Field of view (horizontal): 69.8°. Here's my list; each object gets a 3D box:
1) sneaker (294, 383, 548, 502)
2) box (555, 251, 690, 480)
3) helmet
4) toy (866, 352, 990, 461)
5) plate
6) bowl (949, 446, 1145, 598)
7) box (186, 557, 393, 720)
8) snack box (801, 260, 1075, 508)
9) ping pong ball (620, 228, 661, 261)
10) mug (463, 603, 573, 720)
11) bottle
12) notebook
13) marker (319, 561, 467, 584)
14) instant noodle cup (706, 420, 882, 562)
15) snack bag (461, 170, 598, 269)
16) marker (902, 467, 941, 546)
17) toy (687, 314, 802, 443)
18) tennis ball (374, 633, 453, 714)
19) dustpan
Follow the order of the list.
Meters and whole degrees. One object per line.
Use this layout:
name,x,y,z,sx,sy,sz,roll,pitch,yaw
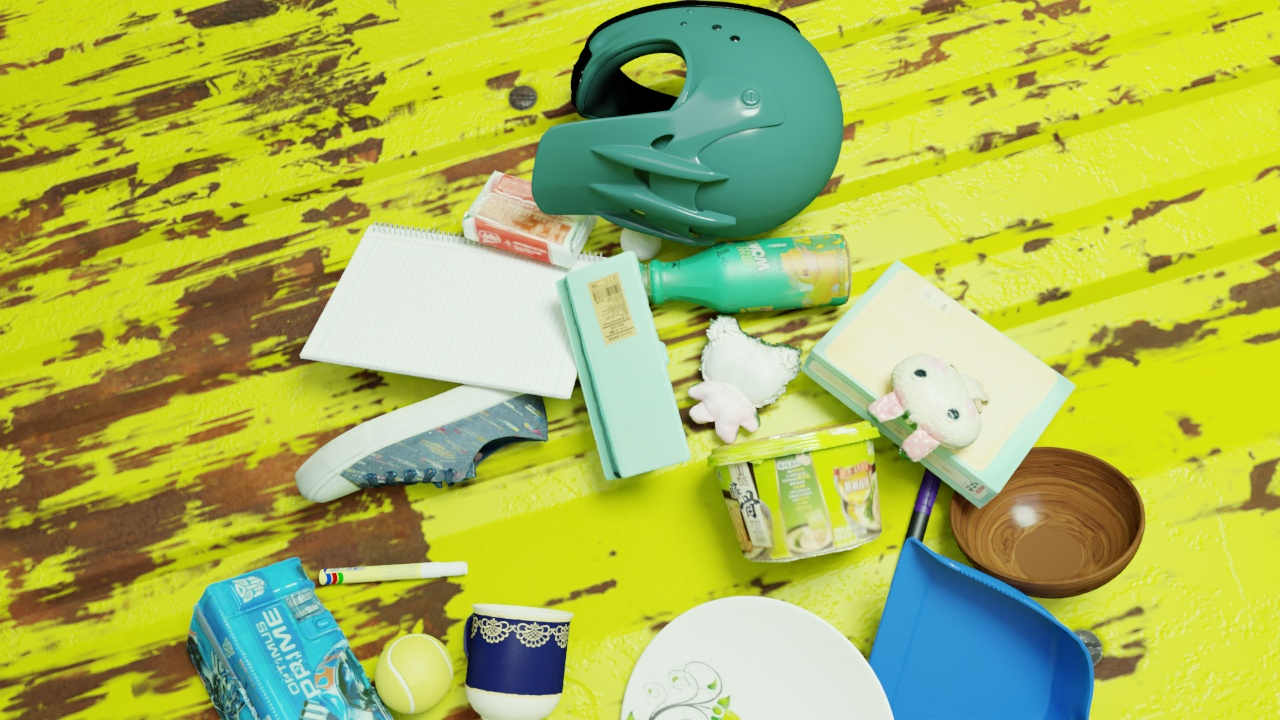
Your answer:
sneaker,-0.191,0.082,0.826,0.235,0.087,0.079,-24,80,-7
box,-0.003,0.004,0.802,0.093,0.077,0.188,-18,83,34
helmet,0.045,-0.203,0.829,0.275,0.177,0.199,3,61,-2
toy,0.243,0.033,0.748,0.112,0.050,0.087,-25,67,-12
plate,0.096,0.312,0.758,0.230,0.030,0.229,-4,79,19
bowl,0.341,0.148,0.772,0.147,0.069,0.147,-16,35,11
box,-0.294,0.306,0.782,0.243,0.093,0.115,51,123,19
snack box,0.262,0.015,0.811,0.193,0.044,0.141,39,63,15
ping pong ball,0.001,-0.116,0.887,0.040,0.040,0.040,-1,75,3
mug,-0.114,0.256,0.779,0.112,0.085,0.089,-5,74,39
bottle,0.087,-0.078,0.858,0.210,0.068,0.068,-4,75,3
notebook,-0.167,-0.054,0.859,0.246,0.013,0.177,8,51,6
marker,-0.223,0.192,0.831,0.132,0.014,0.014,-4,75,2
instant noodle cup,0.134,0.110,0.771,0.146,0.146,0.098,-10,85,0
snack bag,-0.105,-0.137,0.891,0.116,0.036,0.076,17,55,9
marker,0.246,0.150,0.812,0.015,0.018,0.133,23,77,-11
toy,0.088,0.021,0.847,0.096,0.041,0.109,28,84,11
tennis ball,-0.193,0.267,0.782,0.065,0.065,0.065,-1,75,3
dustpan,0.309,0.284,0.722,0.257,0.059,0.246,11,102,-3
